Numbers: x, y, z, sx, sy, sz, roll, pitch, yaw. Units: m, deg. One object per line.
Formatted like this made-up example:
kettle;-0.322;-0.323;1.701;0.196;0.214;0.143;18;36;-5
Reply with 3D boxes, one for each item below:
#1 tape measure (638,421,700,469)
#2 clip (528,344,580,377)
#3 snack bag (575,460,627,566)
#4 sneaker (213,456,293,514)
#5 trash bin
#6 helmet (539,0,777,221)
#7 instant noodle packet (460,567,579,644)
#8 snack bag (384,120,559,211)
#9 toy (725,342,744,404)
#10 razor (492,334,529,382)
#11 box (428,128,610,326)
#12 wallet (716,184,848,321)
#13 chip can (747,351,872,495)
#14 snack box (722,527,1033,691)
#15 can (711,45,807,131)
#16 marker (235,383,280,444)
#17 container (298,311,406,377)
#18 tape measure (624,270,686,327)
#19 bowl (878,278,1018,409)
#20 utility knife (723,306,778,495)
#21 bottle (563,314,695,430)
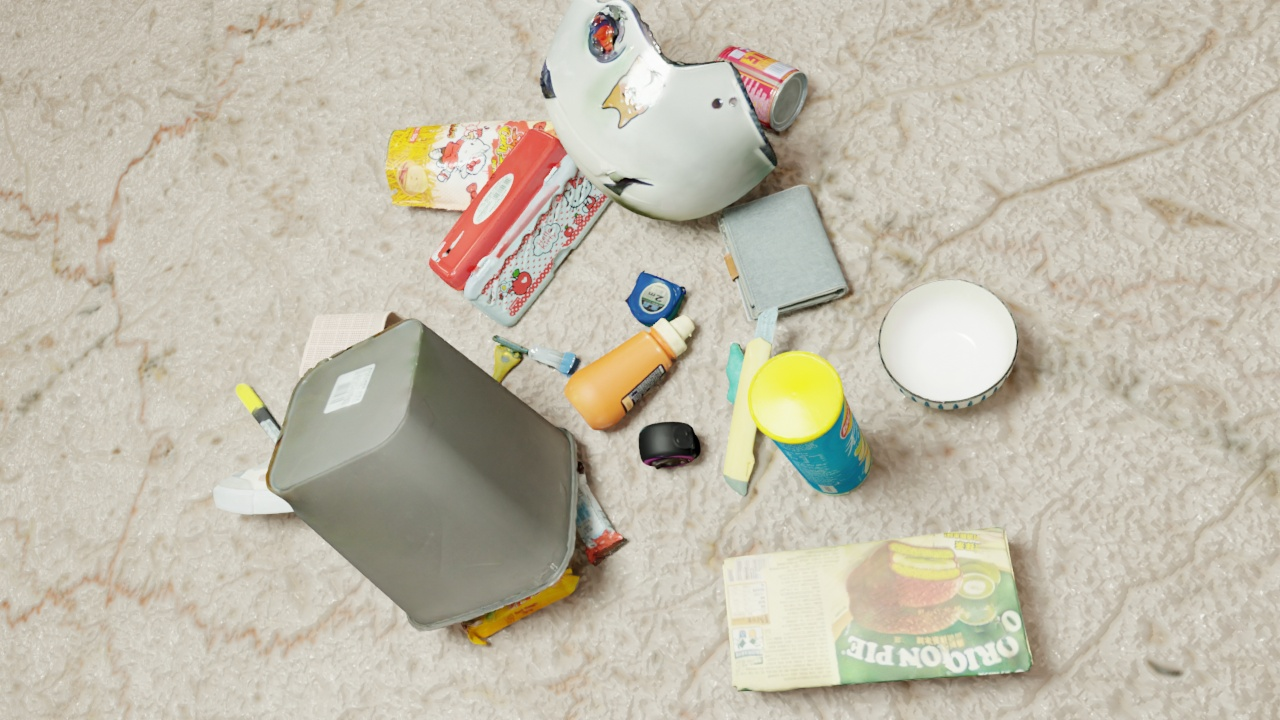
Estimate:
tape measure;0.027;0.084;0.891;0.058;0.057;0.039;-7;70;9
clip;-0.094;-0.001;0.989;0.058;0.037;0.026;19;81;22
snack bag;-0.055;0.151;0.915;0.045;0.026;0.105;-40;62;13
sneaker;-0.361;0.118;1.002;0.242;0.089;0.090;-5;85;15
trash bin;-0.197;0.099;0.843;0.199;0.220;0.198;-24;40;19
helmet;-0.001;-0.239;0.931;0.274;0.230;0.157;38;94;15
instant noodle packet;-0.136;0.208;0.916;0.128;0.044;0.110;-32;68;7
snack bag;-0.193;-0.232;1.089;0.208;0.073;0.128;4;72;14
toy;0.126;0.028;0.890;0.092;0.030;0.096;-2;77;22
razor;-0.167;0.038;0.995;0.043;0.028;0.132;25;77;-2
box;-0.133;-0.148;1.024;0.201;0.100;0.094;-52;41;-2
wallet;0.139;-0.107;0.928;0.106;0.037;0.129;-17;63;5
chip can;0.148;0.059;0.768;0.071;0.210;0.071;-7;69;18
snack box;0.195;0.214;0.779;0.240;0.063;0.114;-11;68;16
can;0.123;-0.293;0.983;0.094;0.066;0.066;33;85;27
marker;-0.448;0.071;1.098;0.018;0.015;0.124;-47;66;1
container;-0.311;-0.003;1.031;0.111;0.090;0.090;3;72;24
tape measure;0.015;-0.062;0.965;0.058;0.025;0.054;23;83;30
bowl;0.276;-0.008;0.825;0.117;0.066;0.116;-6;69;17
utility knife;0.105;0.038;0.873;0.031;0.019;0.183;13;101;24
bottle;-0.006;0.005;0.932;0.149;0.067;0.066;-39;63;-5
